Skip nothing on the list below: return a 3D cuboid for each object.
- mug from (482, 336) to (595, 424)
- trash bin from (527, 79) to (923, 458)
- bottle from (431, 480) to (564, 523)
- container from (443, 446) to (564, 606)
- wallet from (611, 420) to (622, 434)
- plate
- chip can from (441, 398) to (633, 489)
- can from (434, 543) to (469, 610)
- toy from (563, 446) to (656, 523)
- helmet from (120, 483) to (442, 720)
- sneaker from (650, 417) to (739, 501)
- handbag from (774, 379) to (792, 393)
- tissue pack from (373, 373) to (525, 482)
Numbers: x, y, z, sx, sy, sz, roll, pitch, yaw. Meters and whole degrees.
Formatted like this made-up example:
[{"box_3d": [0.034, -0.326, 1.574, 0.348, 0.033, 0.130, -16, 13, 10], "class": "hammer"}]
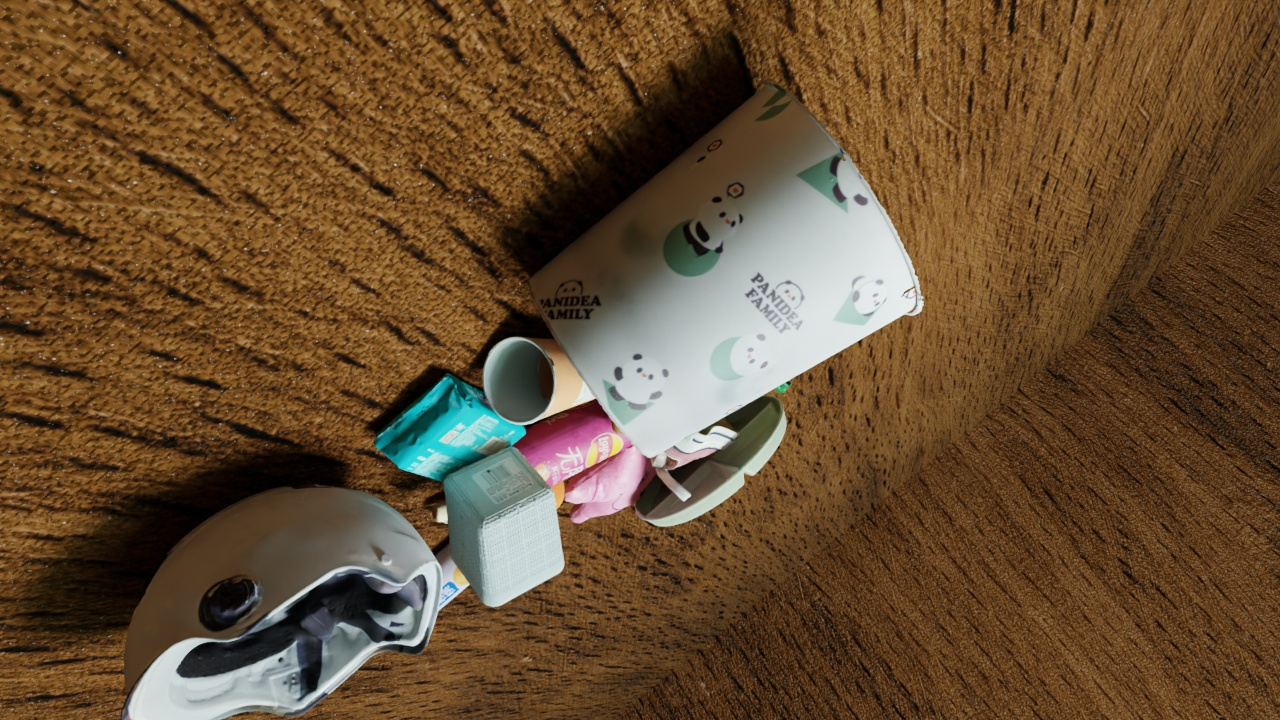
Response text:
[{"box_3d": [-0.079, 0.014, 0.857, 0.078, 0.078, 0.122, -50, 162, 22], "class": "mug"}, {"box_3d": [0.061, -0.062, 0.763, 0.252, 0.229, 0.229, -35, 156, 3], "class": "trash bin"}, {"box_3d": [-0.159, 0.152, 1.013, 0.149, 0.066, 0.067, -10, 143, -35], "class": "bottle"}, {"box_3d": [-0.130, 0.154, 0.869, 0.090, 0.090, 0.112, -24, 137, -28], "class": "container"}, {"box_3d": [-0.006, 0.005, 0.939, 0.132, 0.031, 0.107, 98, 9, -65], "class": "wallet"}, {"box_3d": [0.090, 0.127, 1.152, 0.230, 0.027, 0.230, -36, -169, 8], "class": "plate"}, {"box_3d": [-0.104, 0.102, 0.979, 0.210, 0.071, 0.072, -25, 152, -28], "class": "chip can"}, {"box_3d": [-0.230, 0.254, 1.090, 0.134, 0.053, 0.053, -41, 156, 4], "class": "can"}, {"box_3d": [-0.020, 0.133, 1.143, 0.178, 0.074, 0.195, -34, 162, -14], "class": "toy"}, {"box_3d": [-0.305, 0.193, 0.772, 0.258, 0.146, 0.229, -23, 151, -15], "class": "helmet"}, {"box_3d": [0.045, 0.087, 1.043, 0.088, 0.118, 0.240, -45, 169, 12], "class": "sneaker"}, {"box_3d": [0.089, -0.010, 0.970, 0.131, 0.067, 0.120, -4, 143, 25], "class": "handbag"}, {"box_3d": [-0.174, 0.065, 0.846, 0.093, 0.050, 0.133, -40, 155, 5], "class": "tissue pack"}]
